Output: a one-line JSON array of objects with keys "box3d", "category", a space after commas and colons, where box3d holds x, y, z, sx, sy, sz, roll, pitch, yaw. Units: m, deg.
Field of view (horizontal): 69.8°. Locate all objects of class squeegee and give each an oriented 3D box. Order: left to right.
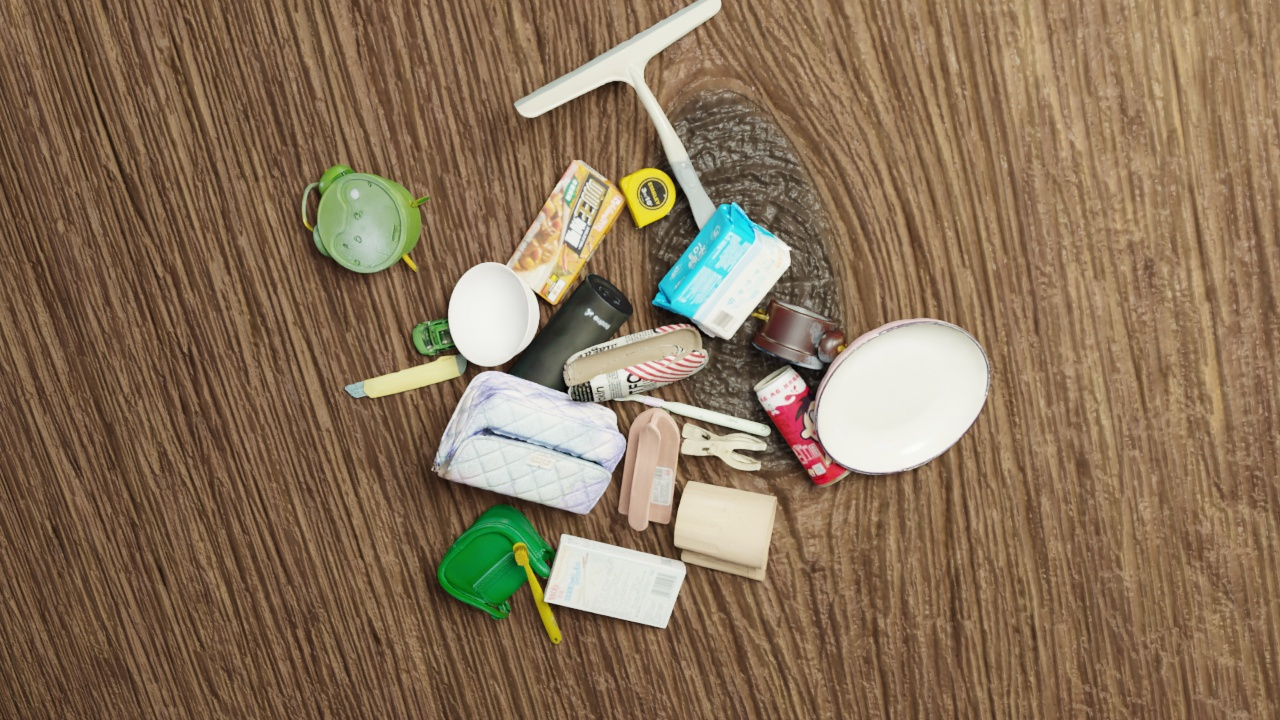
[{"box3d": [0.034, -0.222, 0.975, 0.246, 0.039, 0.246, -31, 107, -6], "category": "squeegee"}]

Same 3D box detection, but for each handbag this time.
[{"box3d": [-0.179, 0.255, 1.150, 0.120, 0.067, 0.131, 43, 108, -6], "category": "handbag"}, {"box3d": [-0.123, 0.100, 1.049, 0.193, 0.075, 0.134, 19, 117, -25], "category": "handbag"}]

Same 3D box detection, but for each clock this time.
[{"box3d": [-0.336, -0.170, 1.099, 0.161, 0.056, 0.116, 16, 106, 10], "category": "clock"}, {"box3d": [0.178, -0.024, 0.987, 0.122, 0.082, 0.055, 21, 101, 12], "category": "clock"}]

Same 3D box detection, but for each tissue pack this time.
[{"box3d": [0.088, -0.094, 0.991, 0.090, 0.063, 0.140, 28, 112, -26], "category": "tissue pack"}]

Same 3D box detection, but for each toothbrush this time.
[{"box3d": [-0.125, 0.291, 1.128, 0.015, 0.016, 0.190, -14, 128, -2], "category": "toothbrush"}, {"box3d": [0.059, 0.058, 1.069, 0.189, 0.029, 0.020, 15, 148, 10], "category": "toothbrush"}]

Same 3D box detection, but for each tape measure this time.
[{"box3d": [0.008, -0.183, 1.013, 0.057, 0.029, 0.060, -26, 107, -7], "category": "tape measure"}]

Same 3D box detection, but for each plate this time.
[{"box3d": [0.270, 0.034, 0.967, 0.192, 0.039, 0.193, -5, 123, -9], "category": "plate"}]

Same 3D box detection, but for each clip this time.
[{"box3d": [0.095, 0.100, 1.061, 0.097, 0.060, 0.034, 11, 107, 0], "category": "clip"}]

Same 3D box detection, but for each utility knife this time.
[{"box3d": [-0.295, 0.022, 1.152, 0.178, 0.019, 0.031, -14, 95, 11], "category": "utility knife"}]

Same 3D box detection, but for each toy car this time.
[{"box3d": [-0.237, -0.032, 1.117, 0.091, 0.036, 0.043, -12, 101, 21], "category": "toy car"}]

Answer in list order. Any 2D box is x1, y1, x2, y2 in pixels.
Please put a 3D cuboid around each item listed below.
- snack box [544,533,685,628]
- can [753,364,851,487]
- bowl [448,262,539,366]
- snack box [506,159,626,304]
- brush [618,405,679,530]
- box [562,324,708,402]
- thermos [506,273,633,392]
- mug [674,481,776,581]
[{"box3d": [-0.031, 0.269, 1.114, 0.156, 0.026, 0.085, 15, 107, -8], "category": "snack box"}, {"box3d": [0.183, 0.073, 1.022, 0.053, 0.053, 0.133, -33, 93, 19], "category": "can"}, {"box3d": [-0.158, -0.052, 1.069, 0.118, 0.064, 0.118, 0, 90, 29], "category": "bowl"}, {"box3d": [-0.084, -0.146, 1.054, 0.075, 0.026, 0.154, 37, 109, 3], "category": "snack box"}, {"box3d": [0.012, 0.122, 1.059, 0.063, 0.072, 0.146, 13, 116, 11], "category": "brush"}, {"box3d": [-0.008, 0.000, 1.041, 0.163, 0.075, 0.077, -18, 67, -2], "category": "box"}, {"box3d": [-0.101, 0.013, 1.083, 0.090, 0.068, 0.243, 30, 114, -28], "category": "thermos"}, {"box3d": [0.099, 0.203, 1.069, 0.103, 0.084, 0.125, 11, 132, 13], "category": "mug"}]
